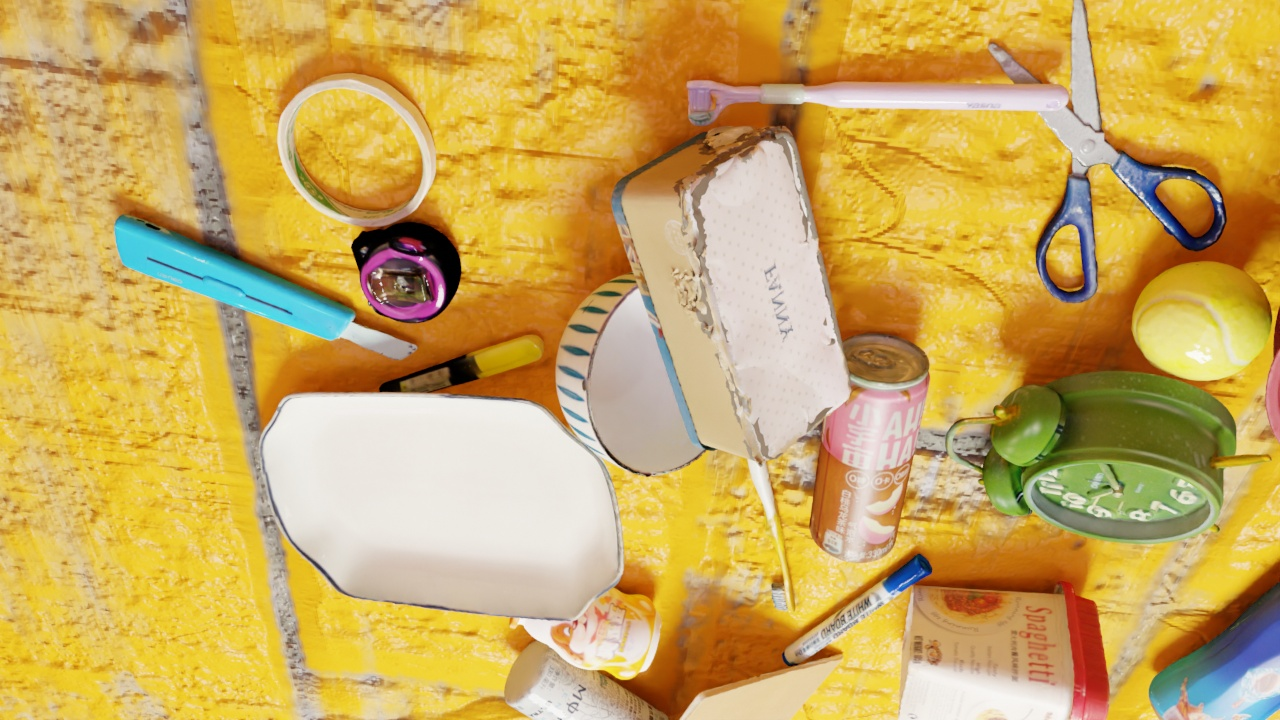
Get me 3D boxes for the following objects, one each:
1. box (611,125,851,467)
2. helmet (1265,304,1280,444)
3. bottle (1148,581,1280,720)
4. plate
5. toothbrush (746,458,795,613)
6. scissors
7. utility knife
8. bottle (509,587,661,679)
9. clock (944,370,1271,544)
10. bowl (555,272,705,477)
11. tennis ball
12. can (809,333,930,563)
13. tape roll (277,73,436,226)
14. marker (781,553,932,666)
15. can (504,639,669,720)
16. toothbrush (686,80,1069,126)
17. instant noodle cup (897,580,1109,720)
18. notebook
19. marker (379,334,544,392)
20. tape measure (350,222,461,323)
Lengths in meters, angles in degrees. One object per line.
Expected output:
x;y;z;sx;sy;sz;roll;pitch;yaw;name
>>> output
0.055;-0.027;0.493;0.061;0.089;0.184;18;132;48;box
0.431;-0.029;0.442;0.240;0.143;0.207;-1;124;23;helmet
0.453;0.191;0.635;0.065;0.065;0.219;22;123;-10;bottle
-0.130;0.088;0.601;0.266;0.034;0.162;-1;112;22;plate
0.089;0.113;0.646;0.018;0.016;0.191;-4;125;18;toothbrush
0.246;-0.103;0.484;0.161;0.012;0.164;7;124;3;scissors
-0.229;-0.039;0.568;0.187;0.018;0.034;22;123;-12;utility knife
-0.042;0.196;0.685;0.108;0.063;0.063;18;124;-7;bottle
0.265;0.058;0.545;0.161;0.056;0.116;9;147;20;clock
-0.003;0.003;0.534;0.066;0.116;0.116;15;140;49;bowl
0.306;-0.022;0.502;0.065;0.065;0.066;2;125;3;tennis ball
0.141;0.058;0.576;0.058;0.057;0.147;2;125;4;can
-0.157;-0.115;0.510;0.086;0.013;0.086;2;124;3;tape roll
0.160;0.191;0.691;0.017;0.016;0.146;33;121;-17;marker
-0.039;0.287;0.751;0.146;0.058;0.058;39;119;-20;can
0.118;-0.133;0.466;0.189;0.021;0.029;1;148;7;toothbrush
0.252;0.221;0.654;0.124;0.116;0.117;7;126;15;instant noodle cup
0.063;0.312;0.744;0.147;0.008;0.208;0;132;-35;notebook
-0.117;0.006;0.592;0.124;0.015;0.018;-17;121;20;marker
-0.136;-0.050;0.538;0.058;0.039;0.057;-3;124;7;tape measure
